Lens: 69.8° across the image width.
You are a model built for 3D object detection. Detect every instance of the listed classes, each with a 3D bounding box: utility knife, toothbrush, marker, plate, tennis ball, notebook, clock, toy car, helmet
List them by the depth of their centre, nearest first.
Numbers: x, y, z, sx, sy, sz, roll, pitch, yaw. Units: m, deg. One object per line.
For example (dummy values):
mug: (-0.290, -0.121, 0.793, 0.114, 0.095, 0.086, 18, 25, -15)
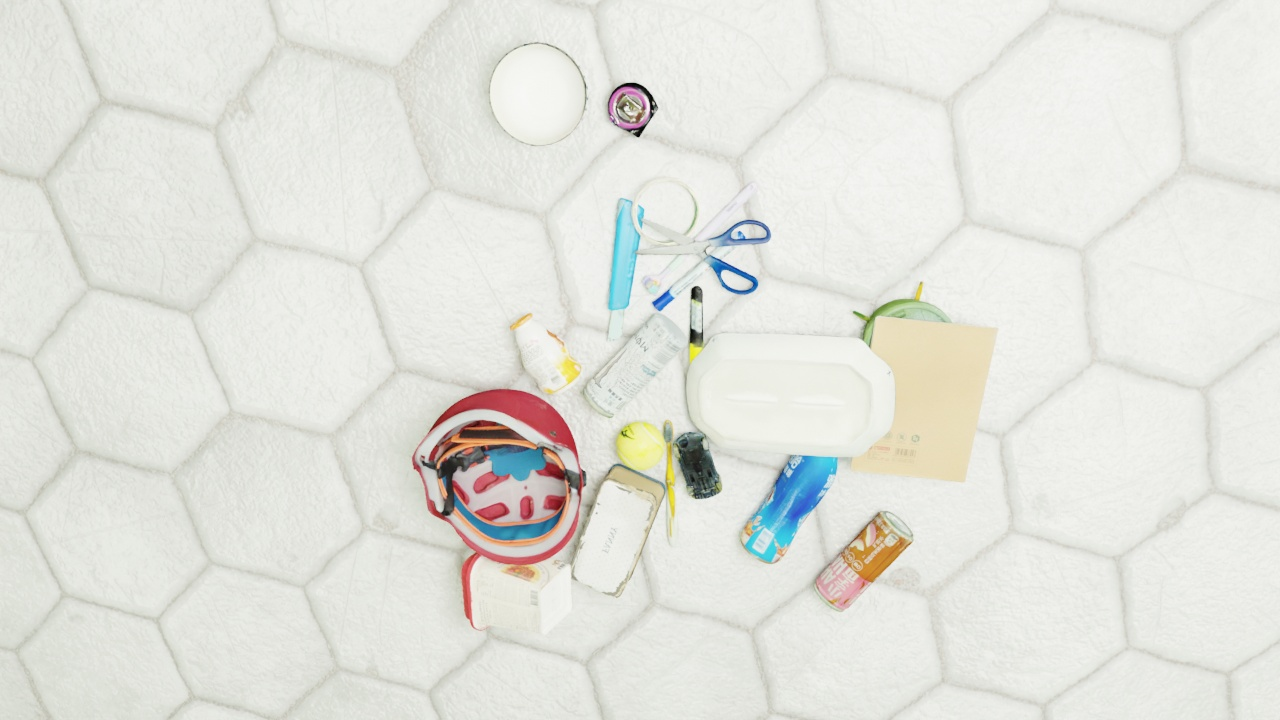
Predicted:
notebook: (0.350, 0.051, 1.142, 0.148, 0.008, 0.208, 6, 109, 3)
toothbrush: (0.076, -0.155, 1.152, 0.189, 0.021, 0.029, -44, 80, 14)
plate: (0.183, 0.048, 1.155, 0.266, 0.034, 0.162, 3, 107, 17)
clock: (0.342, -0.008, 1.157, 0.116, 0.056, 0.161, -23, 105, 13)
marker: (0.074, -0.114, 1.167, 0.146, 0.016, 0.017, -40, 101, 16)
utility knife: (-0.023, -0.112, 1.174, 0.034, 0.018, 0.188, 7, 108, -5)
marker: (0.073, -0.036, 1.195, 0.018, 0.015, 0.124, 3, 106, 13)
helmet: (-0.173, 0.137, 1.209, 0.207, 0.143, 0.240, -11, 121, 9)
tennis ball: (0.000, 0.114, 1.223, 0.065, 0.065, 0.065, 1, 108, 4)
toy car: (0.077, 0.140, 1.241, 0.049, 0.031, 0.106, -16, 114, 6)
toothbrush: (0.042, 0.173, 1.263, 0.016, 0.018, 0.191, -1, 107, 7)

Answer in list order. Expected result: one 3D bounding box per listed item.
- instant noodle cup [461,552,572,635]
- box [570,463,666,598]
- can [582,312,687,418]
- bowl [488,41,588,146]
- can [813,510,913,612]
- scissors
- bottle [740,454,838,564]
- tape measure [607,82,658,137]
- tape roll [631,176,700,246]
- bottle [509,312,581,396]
instant noodle cup: (-0.166, 0.314, 1.262, 0.124, 0.116, 0.117, 9, 111, 28)
box: (-0.031, 0.230, 1.261, 0.090, 0.061, 0.184, 25, 107, 7)
can: (-0.007, 0.007, 1.192, 0.058, 0.058, 0.147, 42, 107, -9)
bowl: (-0.116, -0.317, 1.091, 0.116, 0.066, 0.116, 2, 108, 5)
can: (0.304, 0.274, 1.252, 0.058, 0.057, 0.147, 36, 107, -7)
scissors: (0.084, -0.133, 1.142, 0.163, 0.012, 0.161, -24, 112, 11)
bottle: (0.212, 0.170, 1.224, 0.065, 0.065, 0.219, 28, 107, -4)
tape measure: (-0.011, -0.303, 1.100, 0.058, 0.039, 0.057, 37, 107, -7)
tape roll: (0.031, -0.184, 1.139, 0.085, 0.014, 0.086, -3, 108, -8)
bottle: (-0.126, -0.009, 1.194, 0.063, 0.063, 0.108, -31, 103, 14)
